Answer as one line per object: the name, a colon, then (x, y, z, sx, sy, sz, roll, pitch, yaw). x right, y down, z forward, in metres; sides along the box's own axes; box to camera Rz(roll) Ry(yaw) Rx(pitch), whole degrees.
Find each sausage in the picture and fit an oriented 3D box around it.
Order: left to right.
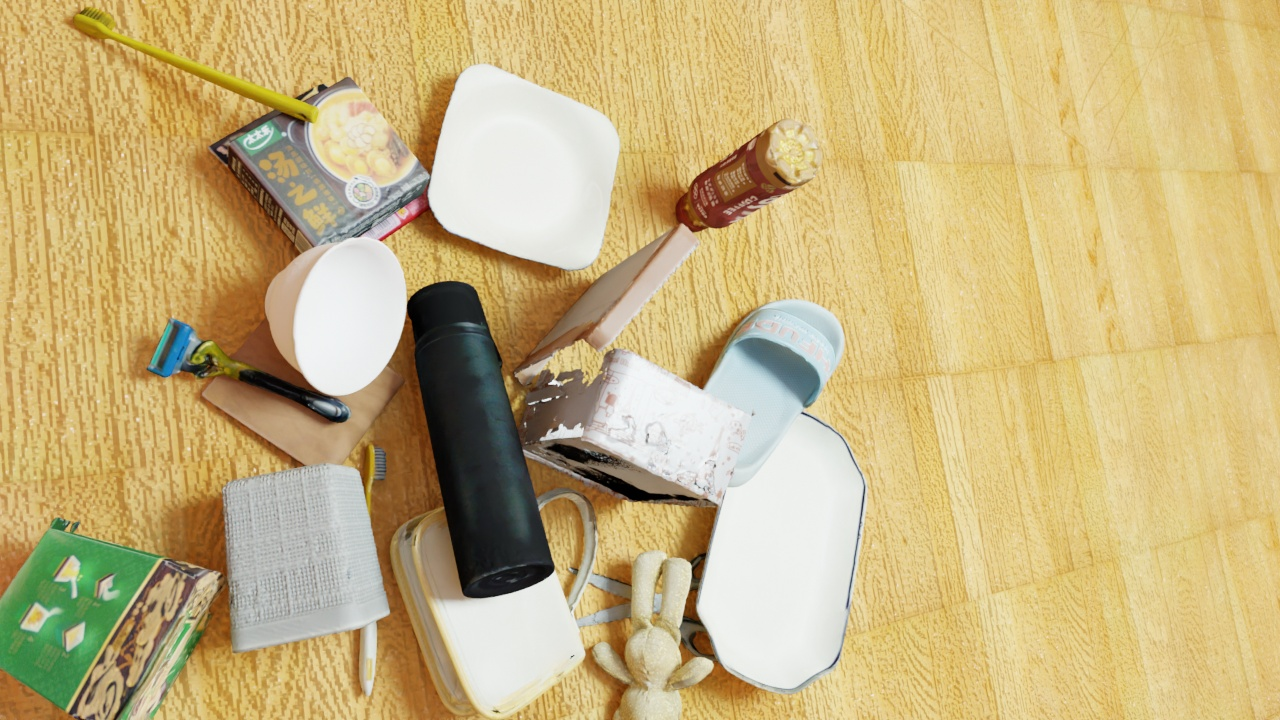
sausage: (-0.221, -0.103, 0.752, 0.155, 0.020, 0.020, -43, 101, -27)

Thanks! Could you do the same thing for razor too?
razor: (-0.283, 0.014, 0.680, 0.142, 0.022, 0.043, 24, 98, -19)

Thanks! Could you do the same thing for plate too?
plate: (-0.103, -0.167, 0.817, 0.164, 0.034, 0.163, 17, 73, -24)
plate: (0.130, 0.173, 0.862, 0.162, 0.034, 0.265, 26, 63, -20)

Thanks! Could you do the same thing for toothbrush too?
toothbrush: (-0.330, -0.221, 0.686, 0.190, 0.016, 0.016, 22, 62, -2)
toothbrush: (-0.208, 0.161, 0.713, 0.018, 0.016, 0.191, 5, 78, -36)

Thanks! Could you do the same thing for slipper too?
slipper: (0.118, 0.015, 0.852, 0.104, 0.074, 0.244, 36, 51, 5)

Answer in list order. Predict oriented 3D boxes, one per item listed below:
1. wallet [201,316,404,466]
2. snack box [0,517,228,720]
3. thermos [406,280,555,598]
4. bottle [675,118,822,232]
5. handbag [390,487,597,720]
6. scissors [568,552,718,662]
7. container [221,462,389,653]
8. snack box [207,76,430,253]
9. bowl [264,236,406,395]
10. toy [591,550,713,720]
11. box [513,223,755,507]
wallet: (-0.258, 0.021, 0.711, 0.115, 0.020, 0.101, 39, 67, -13)
snack box: (-0.348, 0.171, 0.591, 0.105, 0.118, 0.117, 27, 68, -8)
thermos: (-0.120, 0.056, 0.710, 0.090, 0.069, 0.242, 23, 43, -53)
bottle: (0.091, -0.161, 0.837, 0.057, 0.175, 0.057, 6, 78, -26)
handbag: (-0.101, 0.180, 0.747, 0.178, 0.063, 0.163, -21, 90, -42)
scissors: (0.019, 0.217, 0.822, 0.159, 0.014, 0.175, -43, 100, -27)
container: (-0.238, 0.136, 0.649, 0.090, 0.090, 0.114, -11, 82, -4)
snack box: (-0.251, -0.156, 0.722, 0.113, 0.053, 0.125, -42, 97, -27)
bowl: (-0.236, -0.038, 0.680, 0.065, 0.118, 0.118, 14, 68, 21)
toy: (0.013, 0.241, 0.781, 0.105, 0.066, 0.157, 4, 87, 13)
box: (-0.005, 0.002, 0.757, 0.156, 0.183, 0.192, 30, 71, -21)
